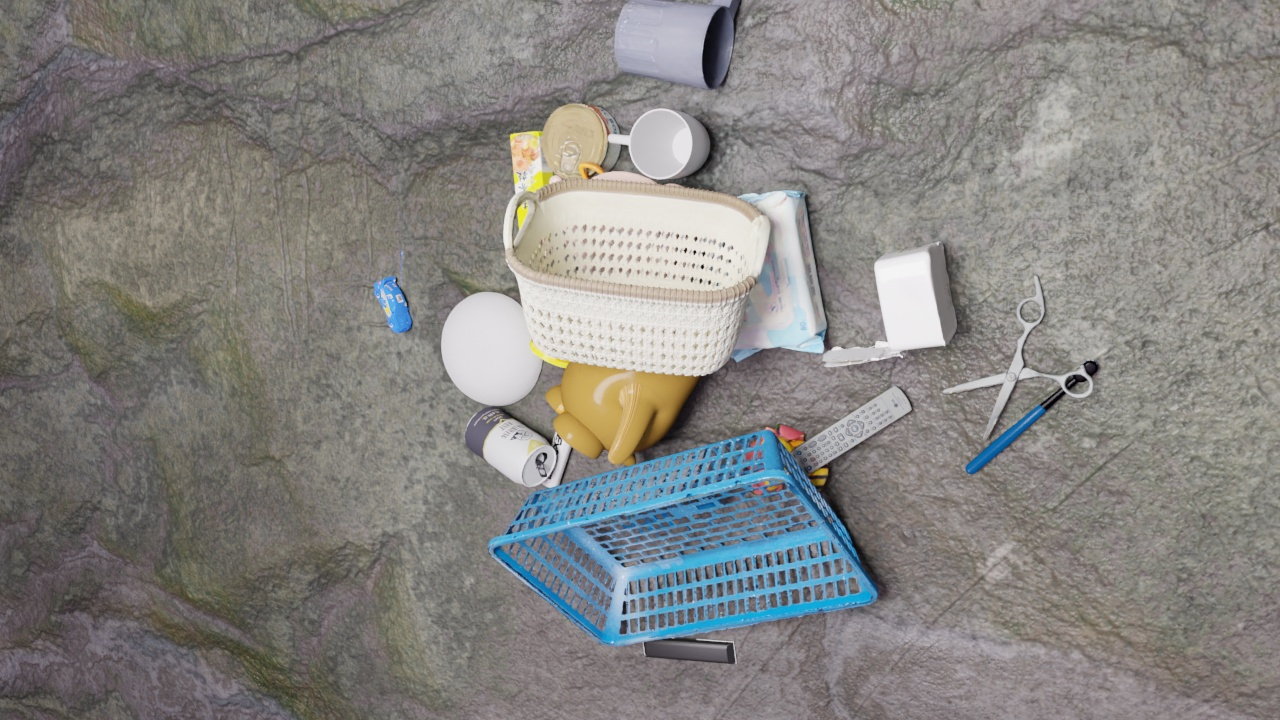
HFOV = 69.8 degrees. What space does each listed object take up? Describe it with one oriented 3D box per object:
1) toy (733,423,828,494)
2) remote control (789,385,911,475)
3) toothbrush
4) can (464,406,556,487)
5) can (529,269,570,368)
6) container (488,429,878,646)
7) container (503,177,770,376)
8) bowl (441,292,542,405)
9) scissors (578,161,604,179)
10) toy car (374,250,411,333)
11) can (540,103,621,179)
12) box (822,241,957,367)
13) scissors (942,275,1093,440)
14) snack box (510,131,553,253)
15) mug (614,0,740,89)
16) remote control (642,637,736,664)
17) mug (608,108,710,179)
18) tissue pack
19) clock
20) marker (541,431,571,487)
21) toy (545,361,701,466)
[{"bbox_3d":[0.159,0.115,1.030,0.103,0.046,0.084,14,84,11],"label":"toy"},{"bbox_3d":[0.227,0.075,0.988,0.137,0.013,0.033,-34,84,11],"label":"remote control"},{"bbox_3d":[0.393,0.059,0.928,0.014,0.014,0.168,46,116,11],"label":"toothbrush"},{"bbox_3d":[-0.160,0.110,1.149,0.127,0.064,0.064,29,112,35],"label":"can"},{"bbox_3d":[-0.084,-0.048,1.095,0.068,0.067,0.105,33,112,15],"label":"can"},{"bbox_3d":[0.048,0.201,1.019,0.363,0.089,0.257,-18,131,26],"label":"container"},{"bbox_3d":[-0.004,-0.083,0.899,0.246,0.184,0.143,8,132,7],"label":"container"},{"bbox_3d":[-0.199,-0.011,1.169,0.150,0.043,0.149,5,103,24],"label":"bowl"},{"bbox_3d":[-0.053,-0.169,1.060,0.128,0.011,0.125,-8,124,29],"label":"scissors"},{"bbox_3d":[-0.315,-0.089,1.209,0.062,0.033,0.092,-24,90,34],"label":"toy car"},{"bbox_3d":[-0.068,-0.251,1.058,0.086,0.043,0.086,5,103,24],"label":"can"},{"bbox_3d":[0.241,-0.045,0.927,0.137,0.108,0.126,-7,100,29],"label":"box"},{"bbox_3d":[0.378,0.000,0.920,0.142,0.014,0.173,7,98,32],"label":"scissors"},{"bbox_3d":[-0.126,-0.199,1.104,0.040,0.028,0.148,0,101,25],"label":"snack box"},{"bbox_3d":[0.042,-0.356,0.973,0.104,0.083,0.124,16,83,23],"label":"mug"},{"bbox_3d":[0.059,0.362,1.146,0.124,0.011,0.028,-4,99,25],"label":"remote control"},{"bbox_3d":[0.022,-0.235,0.994,0.107,0.089,0.071,12,105,22],"label":"mug"},{"bbox_3d":[0.131,-0.089,0.986,0.112,0.069,0.182,-7,99,27],"label":"tissue pack"},{"bbox_3d":[-0.018,-0.135,1.012,0.160,0.086,0.131,4,137,10],"label":"clock"},{"bbox_3d":[-0.098,0.102,1.156,0.025,0.025,0.126,25,110,18],"label":"marker"},{"bbox_3d":[-0.006,0.006,1.029,0.162,0.198,0.203,35,102,-25],"label":"toy"}]
